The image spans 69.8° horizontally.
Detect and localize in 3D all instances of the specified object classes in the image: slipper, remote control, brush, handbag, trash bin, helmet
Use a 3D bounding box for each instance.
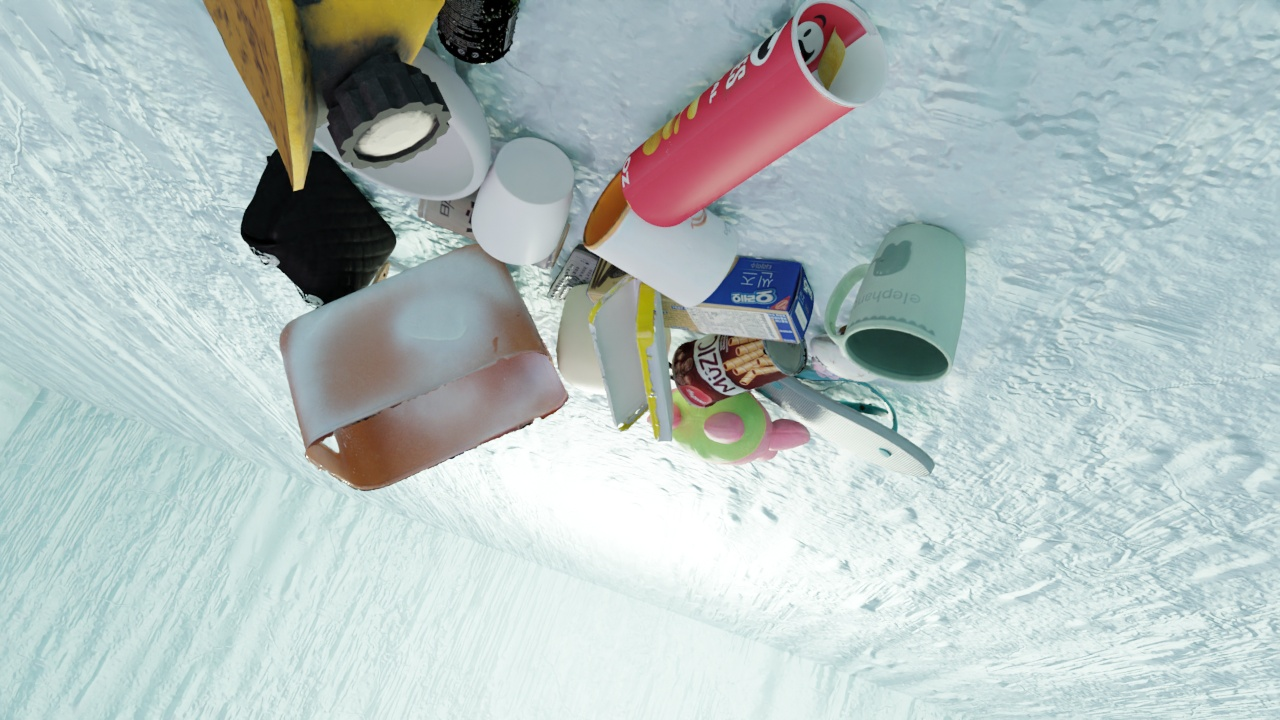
[{"bbox_3d":[0.197,0.041,0.994,0.269,0.054,0.098,30,161,7],"label":"slipper"},{"bbox_3d":[-0.070,-0.087,0.966,0.033,0.013,0.137,25,157,-10],"label":"remote control"},{"bbox_3d":[-0.331,-0.055,1.092,0.008,0.143,0.045,17,165,14],"label":"brush"},{"bbox_3d":[-0.352,-0.133,0.960,0.115,0.124,0.154,12,156,20],"label":"handbag"},{"bbox_3d":[-0.233,0.008,0.986,0.259,0.157,0.182,-25,158,-3],"label":"trash bin"},{"bbox_3d":[-0.187,-0.240,0.537,0.255,0.131,0.206,64,157,8],"label":"helmet"}]

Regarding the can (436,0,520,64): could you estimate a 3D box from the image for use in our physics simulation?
[{"bbox_3d":[-0.100,-0.248,0.584,0.054,0.053,0.138,23,157,-6],"label":"can"}]

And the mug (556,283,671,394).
[{"bbox_3d":[-0.029,-0.014,0.969,0.120,0.099,0.096,8,160,6],"label":"mug"}]

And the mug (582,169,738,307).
[{"bbox_3d":[0.017,-0.104,0.769,0.105,0.082,0.082,30,156,-23],"label":"mug"}]

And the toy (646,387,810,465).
[{"bbox_3d":[0.108,0.078,1.064,0.192,0.096,0.236,15,175,34],"label":"toy"}]

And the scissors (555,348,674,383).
[{"bbox_3d":[-0.011,0.004,1.120,0.204,0.015,0.201,-3,148,47],"label":"scissors"}]

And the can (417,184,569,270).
[{"bbox_3d":[-0.138,-0.134,0.869,0.135,0.054,0.054,23,157,-4],"label":"can"}]

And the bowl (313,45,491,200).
[{"bbox_3d":[-0.196,-0.208,0.737,0.176,0.066,0.177,18,157,8],"label":"bowl"}]

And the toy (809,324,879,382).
[{"bbox_3d":[0.204,-0.003,0.891,0.079,0.038,0.123,17,160,-8],"label":"toy"}]

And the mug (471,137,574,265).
[{"bbox_3d":[-0.110,-0.152,0.795,0.114,0.080,0.088,51,151,8],"label":"mug"}]

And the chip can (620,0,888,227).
[{"bbox_3d":[0.065,-0.158,0.625,0.069,0.069,0.221,30,156,-20],"label":"chip can"}]

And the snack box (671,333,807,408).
[{"bbox_3d":[0.097,-0.001,0.913,0.072,0.072,0.122,35,142,-30],"label":"snack box"}]

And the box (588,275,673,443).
[{"bbox_3d":[0.002,0.004,0.880,0.070,0.067,0.210,17,150,18],"label":"box"}]

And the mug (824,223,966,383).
[{"bbox_3d":[0.196,-0.046,0.716,0.111,0.103,0.084,-4,147,44],"label":"mug"}]

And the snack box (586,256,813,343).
[{"bbox_3d":[0.055,-0.064,0.861,0.207,0.057,0.056,8,155,26],"label":"snack box"}]
